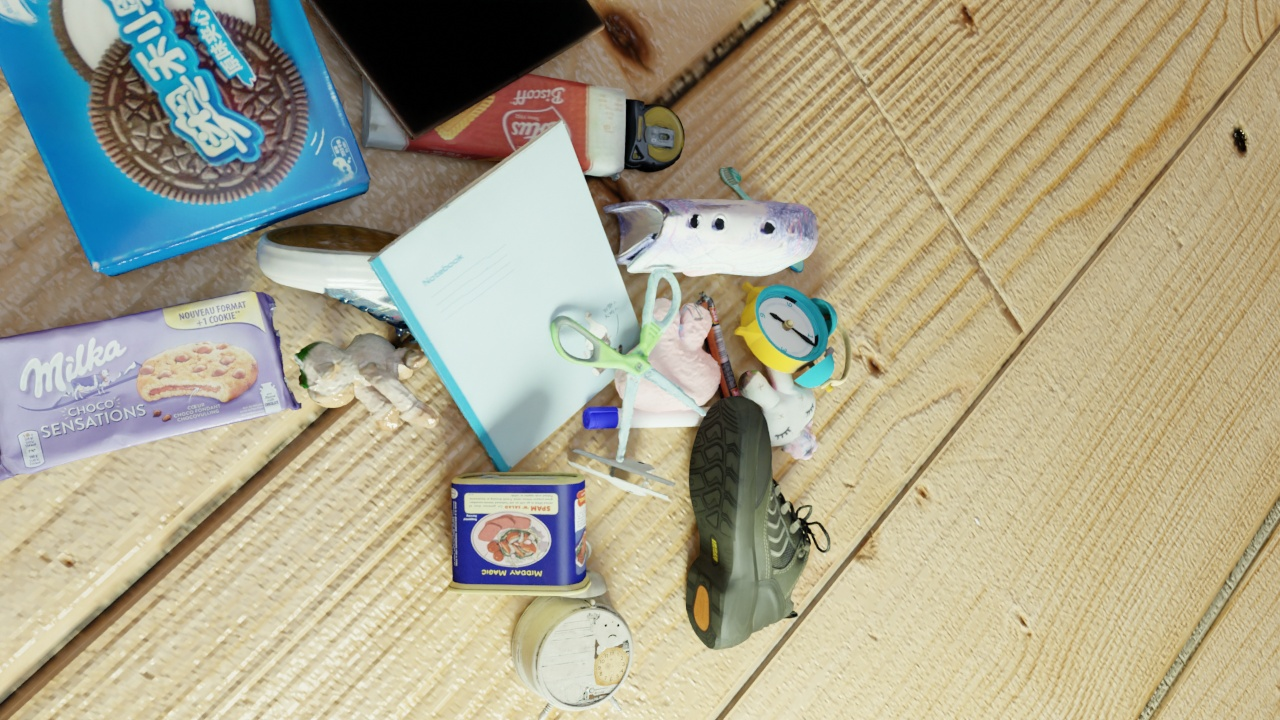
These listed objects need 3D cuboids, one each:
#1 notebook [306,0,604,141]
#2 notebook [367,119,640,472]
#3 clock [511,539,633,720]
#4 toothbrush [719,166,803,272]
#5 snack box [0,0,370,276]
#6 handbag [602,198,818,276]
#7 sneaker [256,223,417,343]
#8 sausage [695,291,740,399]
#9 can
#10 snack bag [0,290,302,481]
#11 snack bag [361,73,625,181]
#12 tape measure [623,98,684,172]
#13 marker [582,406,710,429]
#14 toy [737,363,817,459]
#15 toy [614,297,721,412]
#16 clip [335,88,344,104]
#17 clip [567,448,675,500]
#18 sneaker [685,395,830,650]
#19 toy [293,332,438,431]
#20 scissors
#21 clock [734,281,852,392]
[{"bbox_3d":[-0.145,-0.285,0.742,0.208,0.008,0.141,-40,98,-27],"label":"notebook"},{"bbox_3d":[-0.090,-0.039,0.738,0.180,0.009,0.254,-41,139,-18],"label":"notebook"},{"bbox_3d":[-0.054,0.235,0.805,0.103,0.061,0.157,0,94,-26],"label":"clock"},{"bbox_3d":[0.123,-0.138,0.900,0.135,0.017,0.022,48,69,-19],"label":"toothbrush"},{"bbox_3d":[-0.327,-0.202,0.643,0.195,0.056,0.239,-23,99,-15],"label":"snack box"},{"bbox_3d":[0.058,-0.109,0.810,0.158,0.127,0.069,-1,95,-27],"label":"handbag"},{"bbox_3d":[-0.184,-0.053,0.732,0.235,0.087,0.079,6,108,-31],"label":"sneaker"},{"bbox_3d":[0.079,0.008,0.883,0.020,0.020,0.155,-22,101,-24],"label":"sausage"},{"bbox_3d":[-0.101,0.142,0.762,0.116,0.056,0.092,-1,90,7],"label":"can"},{"bbox_3d":[-0.359,0.015,0.653,0.205,0.058,0.096,-13,95,-22],"label":"snack bag"},{"bbox_3d":[-0.117,-0.204,0.771,0.225,0.041,0.077,2,89,-24],"label":"snack bag"},{"bbox_3d":[0.011,-0.203,0.835,0.061,0.034,0.061,0,93,-28],"label":"tape measure"},{"bbox_3d":[0.015,0.052,0.854,0.141,0.020,0.020,0,92,-26],"label":"marker"},{"bbox_3d":[0.142,0.047,0.905,0.079,0.038,0.123,-44,114,-30],"label":"toy"},{"bbox_3d":[0.028,-0.004,0.835,0.108,0.053,0.105,5,100,-29],"label":"toy"},{"bbox_3d":[-0.253,-0.185,0.718,0.026,0.058,0.052,23,122,-24],"label":"clip"},{"bbox_3d":[-0.009,0.098,0.828,0.055,0.102,0.045,22,86,-68],"label":"clip"},{"bbox_3d":[0.126,0.151,0.862,0.142,0.101,0.238,-2,101,-24],"label":"sneaker"},{"bbox_3d":[-0.212,0.015,0.702,0.105,0.085,0.074,18,85,-37],"label":"toy"},{"bbox_3d":[0.000,0.001,0.785,0.171,0.023,0.172,32,81,-29],"label":"scissors"},{"bbox_3d":[0.152,-0.026,0.891,0.129,0.044,0.098,24,54,-16],"label":"clock"}]
